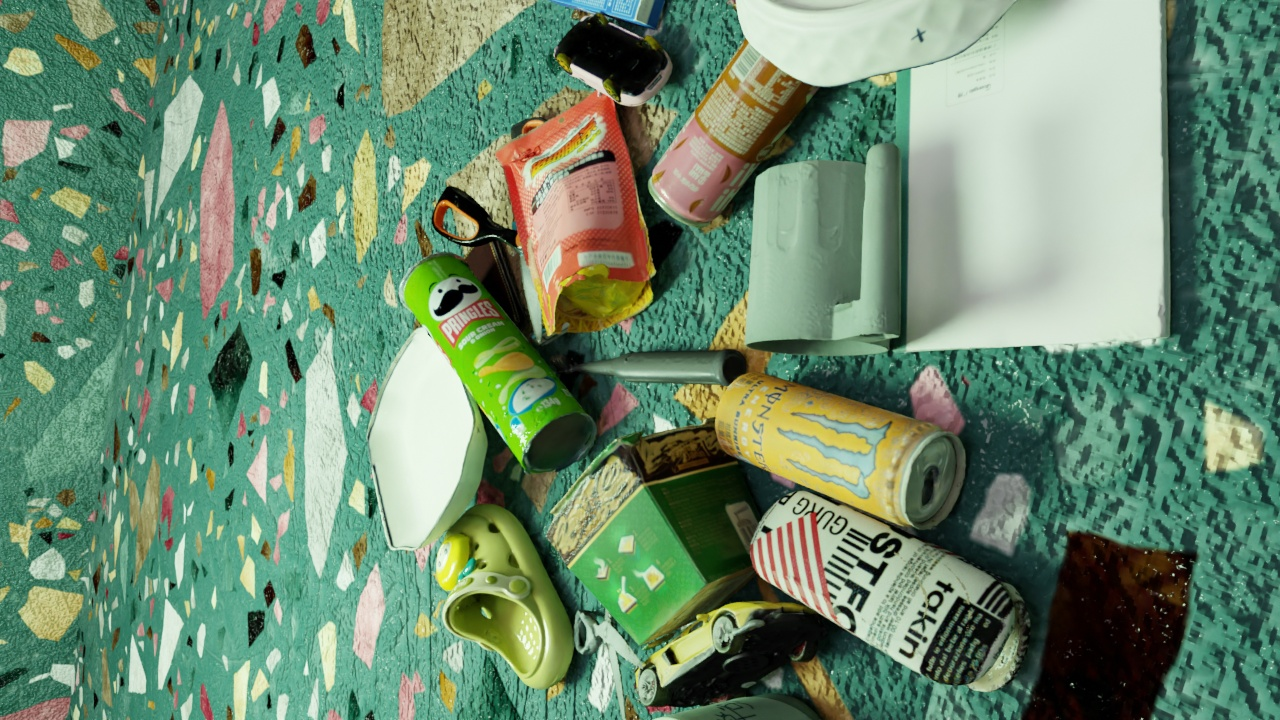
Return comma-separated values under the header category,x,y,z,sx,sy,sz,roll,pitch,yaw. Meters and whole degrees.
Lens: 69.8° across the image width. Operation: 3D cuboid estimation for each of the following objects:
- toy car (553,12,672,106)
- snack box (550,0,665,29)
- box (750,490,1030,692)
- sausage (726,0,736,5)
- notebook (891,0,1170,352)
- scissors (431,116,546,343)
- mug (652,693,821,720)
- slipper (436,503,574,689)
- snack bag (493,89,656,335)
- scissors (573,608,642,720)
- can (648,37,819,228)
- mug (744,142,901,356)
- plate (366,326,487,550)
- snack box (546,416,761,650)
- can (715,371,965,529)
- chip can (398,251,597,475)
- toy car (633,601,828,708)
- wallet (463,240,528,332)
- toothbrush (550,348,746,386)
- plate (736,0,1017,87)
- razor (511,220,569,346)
category,x,y,z,sx,sy,sz,roll,pitch,yaw
toy car,-0.021,-0.241,0.739,0.056,0.037,0.122,-47,51,-2
snack box,-0.026,-0.335,0.771,0.157,0.026,0.085,36,113,46
box,0.142,0.125,0.517,0.164,0.079,0.074,18,77,51
sausage,0.106,-0.307,0.619,0.156,0.020,0.020,-50,51,33
notebook,0.200,-0.111,0.490,0.151,0.012,0.209,-3,83,50
scissors,-0.111,-0.118,0.824,0.224,0.021,0.220,-1,73,30
mug,0.068,0.247,0.534,0.112,0.106,0.082,10,93,50
slipper,-0.128,0.201,0.793,0.190,0.081,0.092,47,118,39
snack bag,-0.054,-0.128,0.751,0.129,0.073,0.207,-30,57,25
scissors,-0.026,0.196,0.674,0.160,0.014,0.171,119,157,-51
can,0.066,-0.161,0.619,0.148,0.057,0.058,-51,51,34
mug,0.111,-0.059,0.524,0.124,0.083,0.103,163,111,-73
plate,-0.205,0.070,0.893,0.162,0.034,0.265,-56,36,16
snack box,0.021,0.116,0.613,0.105,0.118,0.118,54,127,23
can,0.112,0.049,0.541,0.146,0.058,0.058,18,100,49
chip can,-0.128,-0.002,0.801,0.236,0.072,0.072,48,121,34
toy car,0.055,0.184,0.578,0.156,0.071,0.041,-50,37,41
wallet,-0.155,-0.057,0.899,0.097,0.020,0.122,-44,54,33
toothbrush,-0.004,0.004,0.708,0.213,0.027,0.026,1,49,50
plate,0.137,-0.253,0.511,0.205,0.045,0.204,-15,63,31
razor,-0.091,-0.074,0.817,0.043,0.028,0.132,-33,58,16
